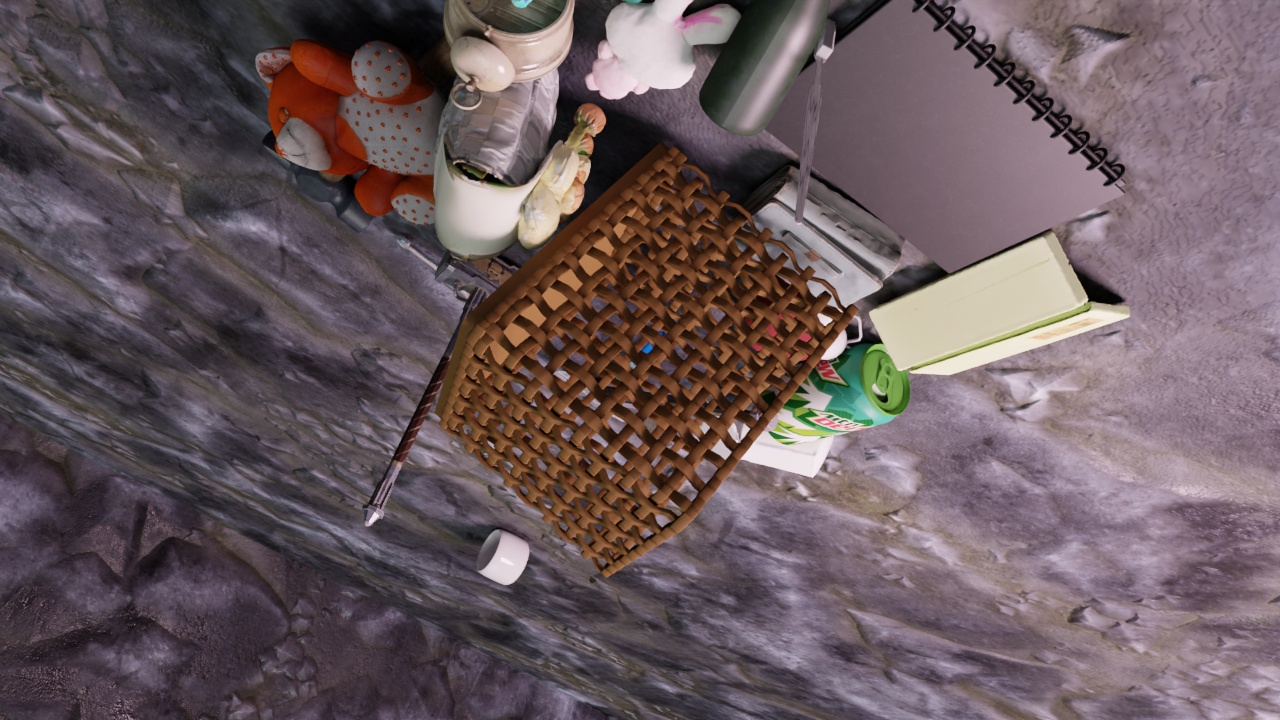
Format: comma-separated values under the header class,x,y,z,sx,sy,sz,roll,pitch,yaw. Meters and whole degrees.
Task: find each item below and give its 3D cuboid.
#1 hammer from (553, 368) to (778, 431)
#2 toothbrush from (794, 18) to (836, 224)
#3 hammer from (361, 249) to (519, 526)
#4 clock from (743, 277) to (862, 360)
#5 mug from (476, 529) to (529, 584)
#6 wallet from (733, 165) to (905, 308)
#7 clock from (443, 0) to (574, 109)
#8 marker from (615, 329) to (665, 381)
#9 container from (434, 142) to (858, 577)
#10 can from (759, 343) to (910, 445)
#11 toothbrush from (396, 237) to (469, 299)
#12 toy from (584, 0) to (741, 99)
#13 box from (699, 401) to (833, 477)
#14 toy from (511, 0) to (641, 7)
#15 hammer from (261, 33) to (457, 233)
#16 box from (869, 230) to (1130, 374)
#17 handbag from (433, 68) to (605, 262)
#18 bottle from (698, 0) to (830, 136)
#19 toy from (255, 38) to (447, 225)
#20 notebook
class,x,y,z,sx,sy,sz,roll,pitch,yaw
hammer,0.036,0.052,1.057,0.317,0.028,0.147,6,151,50
toothbrush,0.113,-0.158,0.590,0.010,0.181,0.010,21,147,-13
hammer,-0.205,0.020,0.923,0.098,0.321,0.044,33,148,-22
clock,0.153,-0.039,0.896,0.125,0.044,0.087,7,148,21
mug,-0.270,0.385,1.773,0.068,0.094,0.116,32,126,-22
wallet,0.148,-0.103,0.794,0.131,0.054,0.101,32,147,-11
clock,-0.096,-0.233,0.635,0.093,0.140,0.055,23,160,-5
marker,-0.002,-0.003,1.077,0.013,0.013,0.142,25,149,-10
container,-0.005,0.005,0.792,0.214,0.250,0.220,42,152,2
can,0.198,0.036,0.952,0.083,0.082,0.144,35,146,-25
toothbrush,-0.204,-0.084,1.056,0.185,0.022,0.024,38,143,-26
toy,0.010,-0.233,0.671,0.076,0.037,0.126,31,142,-29
box,0.140,0.085,1.063,0.160,0.091,0.081,14,141,15
toy,-0.071,-0.299,0.587,0.193,0.072,0.131,23,111,-12
hammer,-0.239,-0.220,0.844,0.129,0.040,0.323,41,143,-25
box,0.308,-0.032,0.808,0.133,0.061,0.189,33,147,-25
handbag,-0.092,-0.170,0.706,0.123,0.171,0.113,13,152,-10
bottle,0.099,-0.230,0.607,0.055,0.055,0.175,25,138,-8
toy,-0.242,-0.196,0.768,0.173,0.092,0.164,12,142,22
notebook,0.220,-0.161,0.685,0.231,0.019,0.170,32,149,-20
